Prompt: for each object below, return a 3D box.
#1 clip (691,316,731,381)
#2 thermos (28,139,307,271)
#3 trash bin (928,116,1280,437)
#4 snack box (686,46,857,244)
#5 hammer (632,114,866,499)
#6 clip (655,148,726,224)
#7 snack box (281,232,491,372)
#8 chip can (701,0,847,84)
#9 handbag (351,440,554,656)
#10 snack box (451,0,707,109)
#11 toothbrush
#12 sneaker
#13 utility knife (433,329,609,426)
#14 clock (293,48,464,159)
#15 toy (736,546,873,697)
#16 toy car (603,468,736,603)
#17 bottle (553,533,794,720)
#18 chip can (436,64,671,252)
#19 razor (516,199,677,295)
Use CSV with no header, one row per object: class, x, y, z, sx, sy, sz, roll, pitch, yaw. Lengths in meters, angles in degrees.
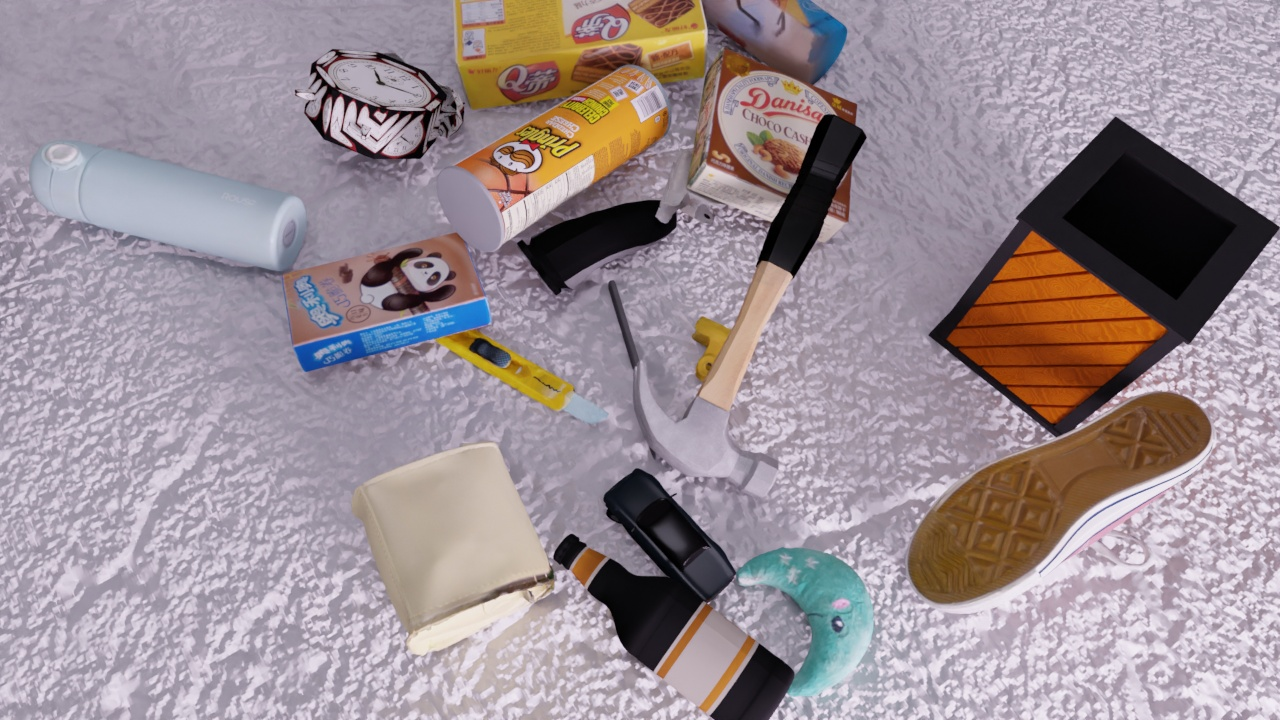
clip,0.063,-0.005,0.764,0.054,0.044,0.049,26,106,7
thermos,-0.387,-0.129,0.754,0.207,0.078,0.065,14,66,0
trash bin,0.356,-0.059,0.730,0.139,0.172,0.139,42,66,16
snack box,0.122,-0.196,0.833,0.143,0.041,0.146,19,60,-14
hammer,0.102,-0.059,0.740,0.131,0.039,0.327,27,74,-1
clip,0.044,-0.142,0.824,0.058,0.050,0.101,36,39,-17
snack box,-0.205,-0.049,0.740,0.151,0.034,0.087,-16,49,-13
chip can,0.097,-0.367,0.923,0.079,0.080,0.229,-40,73,-22
handbag,-0.129,0.131,0.642,0.111,0.081,0.119,-20,64,-23
snack box,-0.057,-0.311,0.868,0.230,0.062,0.110,-8,63,0
toothbrush,-0.004,0.004,0.754,0.013,0.013,0.167,-8,63,-19
sneaker,0.309,0.112,0.686,0.241,0.088,0.118,-32,56,6
utility knife,-0.105,0.004,0.745,0.179,0.017,0.030,30,72,7
clock,-0.225,-0.226,0.825,0.115,0.065,0.154,34,36,13
toy,0.125,0.182,0.664,0.085,0.033,0.105,-21,67,-4
toy car,0.021,0.129,0.679,0.046,0.034,0.112,-37,71,-22
bottle,0.016,0.183,0.636,0.181,0.059,0.059,35,65,13
chip can,-0.069,-0.177,0.787,0.075,0.075,0.214,40,56,15
razor,-0.029,-0.105,0.784,0.156,0.060,0.057,-30,74,-23
